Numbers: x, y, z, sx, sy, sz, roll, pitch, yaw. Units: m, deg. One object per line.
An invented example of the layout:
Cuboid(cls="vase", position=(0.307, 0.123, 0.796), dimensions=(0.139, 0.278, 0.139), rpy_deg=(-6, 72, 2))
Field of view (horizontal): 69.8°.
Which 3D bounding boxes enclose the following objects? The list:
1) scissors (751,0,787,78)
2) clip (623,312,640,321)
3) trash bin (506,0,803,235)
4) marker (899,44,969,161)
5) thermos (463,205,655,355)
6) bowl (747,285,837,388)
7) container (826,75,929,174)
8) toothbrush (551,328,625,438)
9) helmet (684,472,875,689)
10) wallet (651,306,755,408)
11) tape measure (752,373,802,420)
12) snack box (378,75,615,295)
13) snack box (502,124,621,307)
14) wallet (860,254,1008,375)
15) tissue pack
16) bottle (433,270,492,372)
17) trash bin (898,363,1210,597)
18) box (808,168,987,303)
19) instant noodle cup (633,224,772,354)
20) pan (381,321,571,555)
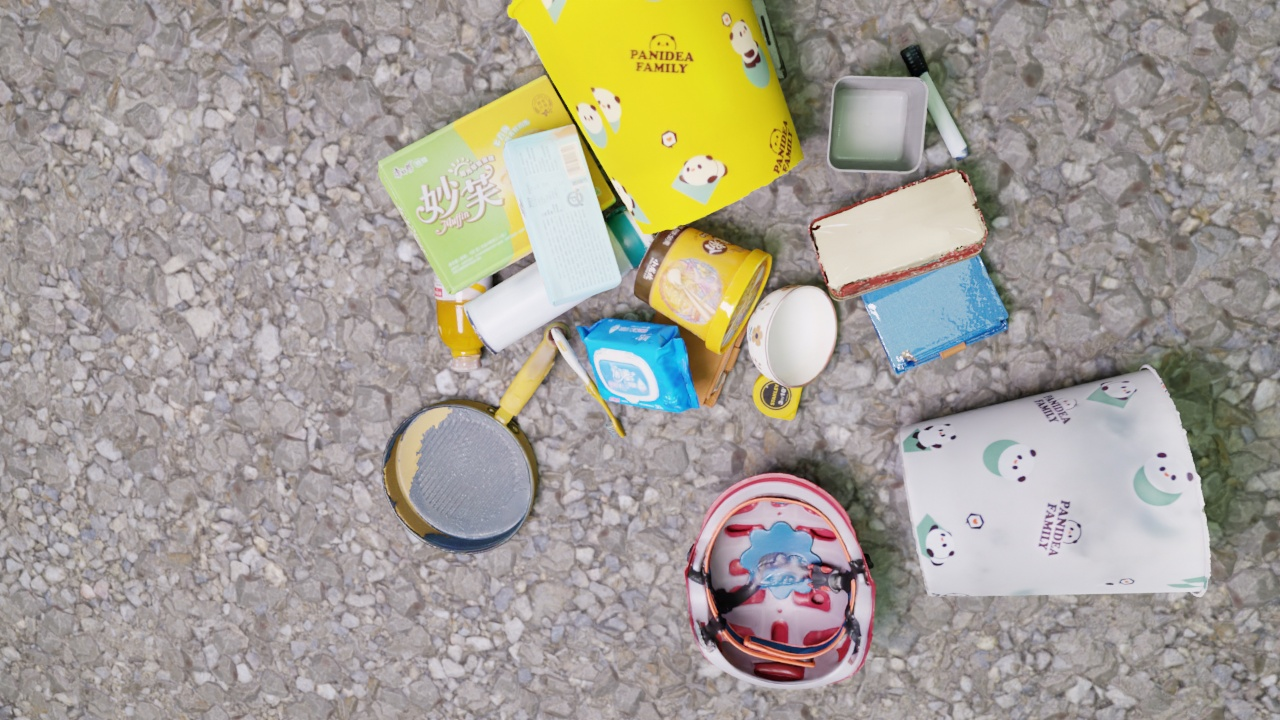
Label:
Cuboid(cls="scissors", position=(0.115, -0.409, 0.963), dimensions=(0.189, 0.015, 0.227), rpy_deg=(35, 107, 0))
Cuboid(cls="clip", position=(-0.015, -0.029, 1.081), dimensions=(0.027, 0.045, 0.058), rpy_deg=(14, 100, 9))
Cuboid(cls="trash bin", position=(0.028, -0.279, 0.913), dimensions=(0.230, 0.229, 0.255), rpy_deg=(-23, 105, 14))
Cuboid(cls="marker", position=(0.310, -0.270, 0.962), dimensions=(0.023, 0.018, 0.131), rpy_deg=(-30, 97, 6))
Cuboid(cls="thermos", position=(-0.085, -0.094, 1.021), dimensions=(0.224, 0.073, 0.073), rpy_deg=(-31, 97, 3))
Cuboid(cls="bowl", position=(0.158, -0.030, 1.016), dimensions=(0.062, 0.113, 0.113), rpy_deg=(15, 111, 50))
Cuboid(cls="container", position=(0.236, -0.239, 0.933), dimensions=(0.090, 0.114, 0.090), rpy_deg=(5, 105, 9))
Cuboid(cls="toothbrush", position=(-0.061, 0.030, 1.058), dimensions=(0.018, 0.016, 0.191), rpy_deg=(-20, 131, 13))
Cuboid(cls="helmet", position=(0.160, 0.242, 1.056), dimensions=(0.207, 0.144, 0.240), rpy_deg=(-1, 90, 10))
Cuboid(cls="wallet", position=(0.061, -0.022, 1.061), dimensions=(0.108, 0.031, 0.132), rpy_deg=(22, 104, 6))
Cuboid(cls="tape measure", position=(0.159, 0.036, 1.060), dimensions=(0.057, 0.028, 0.060), rpy_deg=(12, 106, 6))
Cuboid(cls="snack box", position=(-0.155, -0.188, 0.997), dimensions=(0.209, 0.070, 0.157), rpy_deg=(-31, 98, -12))
Cuboid(cls="snack box", position=(-0.082, -0.149, 0.950), dimensions=(0.074, 0.052, 0.175), rpy_deg=(-18, 92, -11))
Cuboid(cls="wallet", position=(0.321, -0.055, 1.004), dimensions=(0.133, 0.040, 0.106), rpy_deg=(-25, 90, 14))
Cuboid(cls="tissue pack", position=(-0.006, 0.006, 1.012), dimensions=(0.157, 0.052, 0.095), rpy_deg=(9, 129, 42))
Cuboid(cls="bottle", position=(-0.207, -0.082, 1.075), dimensions=(0.068, 0.068, 0.190), rpy_deg=(3, 104, 9))
Cuboid(cls="trash bin", position=(0.411, 0.139, 0.950), dimensions=(0.252, 0.229, 0.229), rpy_deg=(-11, 102, 19))
Cuboid(cls="box", position=(0.268, -0.129, 0.960), dimensions=(0.168, 0.080, 0.091), rpy_deg=(-19, 79, 14))
Cuboid(cls="instant noodle cup", position=(0.064, -0.084, 0.983), dimensions=(0.114, 0.118, 0.119), rpy_deg=(29, 107, 14))
Cuboid(cls="pan", position=(-0.181, 0.088, 1.108), dimensions=(0.197, 0.078, 0.358), rpy_deg=(37, 107, -1))
